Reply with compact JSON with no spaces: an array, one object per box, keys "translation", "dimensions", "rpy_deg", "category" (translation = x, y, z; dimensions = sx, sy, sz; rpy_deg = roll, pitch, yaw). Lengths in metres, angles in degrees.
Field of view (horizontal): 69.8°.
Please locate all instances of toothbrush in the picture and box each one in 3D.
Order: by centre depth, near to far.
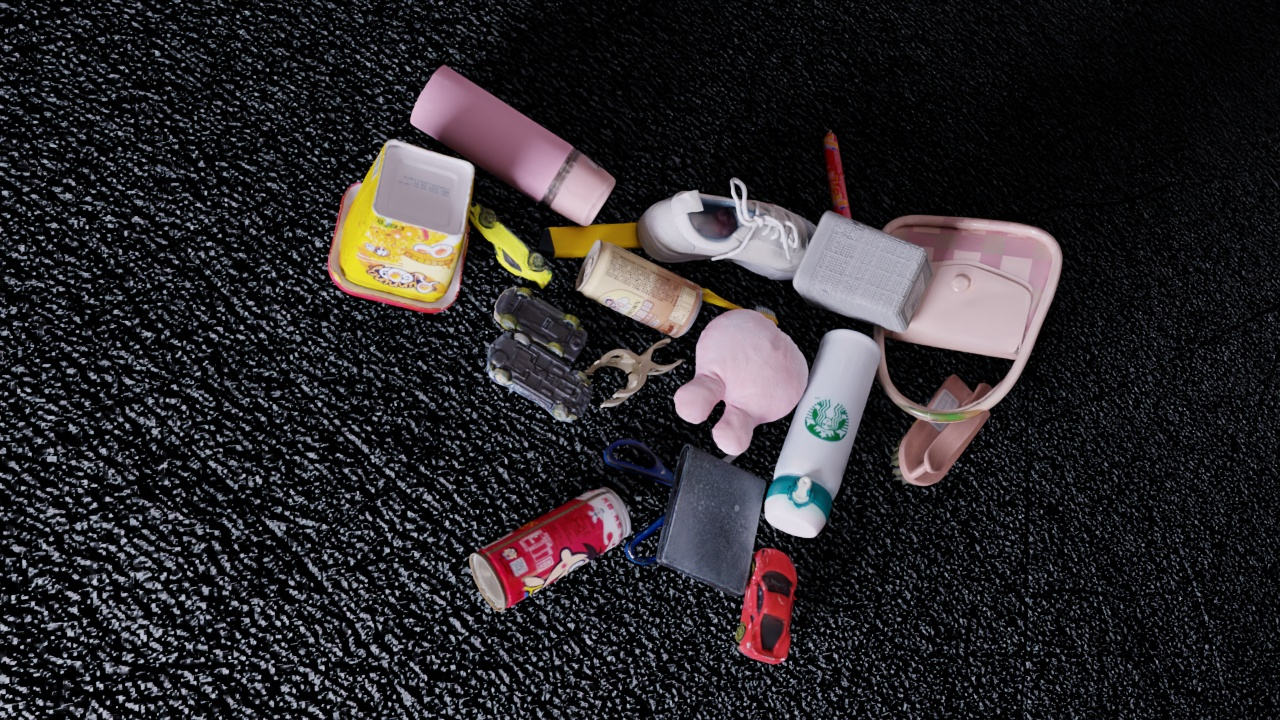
[{"translation":[0.063,-0.074,0.963],"dimensions":[0.191,0.016,0.018],"rpy_deg":[21,51,-17],"category":"toothbrush"}]

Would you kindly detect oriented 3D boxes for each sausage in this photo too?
[{"translation":[0.235,-0.210,1.099],"dimensions":[0.020,0.020,0.155],"rpy_deg":[5,68,-24],"category":"sausage"}]

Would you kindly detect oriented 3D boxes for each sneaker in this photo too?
[{"translation":[0.119,-0.143,0.967],"dimensions":[0.241,0.091,0.089],"rpy_deg":[1,70,-33],"category":"sneaker"}]

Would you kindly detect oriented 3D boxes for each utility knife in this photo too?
[{"translation":[-0.037,-0.122,0.934],"dimensions":[0.153,0.015,0.033],"rpy_deg":[-8,80,-29],"category":"utility knife"}]

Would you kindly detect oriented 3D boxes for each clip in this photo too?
[{"translation":[-0.013,-0.003,0.887],"dimensions":[0.084,0.035,0.104],"rpy_deg":[46,53,-3],"category":"clip"}]

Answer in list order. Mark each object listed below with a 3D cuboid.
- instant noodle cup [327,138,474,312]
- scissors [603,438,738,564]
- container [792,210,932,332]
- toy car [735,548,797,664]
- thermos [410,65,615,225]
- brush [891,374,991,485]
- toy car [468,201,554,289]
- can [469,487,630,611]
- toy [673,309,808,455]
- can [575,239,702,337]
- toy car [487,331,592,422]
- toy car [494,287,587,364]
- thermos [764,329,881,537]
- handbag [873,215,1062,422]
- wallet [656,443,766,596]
[{"translation":[-0.198,-0.118,0.790],"dimensions":[0.116,0.124,0.115],"rpy_deg":[14,64,-21],"category":"instant noodle cup"},{"translation":[0.035,0.127,0.870],"dimensions":[0.162,0.012,0.174],"rpy_deg":[40,56,-7],"category":"scissors"},{"translation":[0.238,-0.090,0.969],"dimensions":[0.114,0.090,0.090],"rpy_deg":[24,88,26],"category":"container"},{"translation":[0.121,0.228,0.859],"dimensions":[0.049,0.031,0.106],"rpy_deg":[23,59,-17],"category":"toy car"},{"translation":[-0.120,-0.208,0.902],"dimensions":[0.198,0.067,0.087],"rpy_deg":[30,20,-9],"category":"thermos"},{"translation":[0.326,0.079,0.994],"dimensions":[0.063,0.073,0.145],"rpy_deg":[48,59,-2],"category":"brush"},{"translation":[-0.126,-0.108,0.870],"dimensions":[0.105,0.048,0.032],"rpy_deg":[44,90,-5],"category":"toy car"},{"translation":[-0.074,0.157,0.779],"dimensions":[0.132,0.053,0.053],"rpy_deg":[-24,82,-31],"category":"can"},{"translation":[0.099,0.019,0.918],"dimensions":[0.121,0.054,0.159],"rpy_deg":[41,57,3],"category":"toy"},{"translation":[-0.001,-0.070,0.904],"dimensions":[0.116,0.059,0.058],"rpy_deg":[25,61,-15],"category":"can"},{"translation":[-0.094,0.016,0.840],"dimensions":[0.105,0.031,0.048],"rpy_deg":[33,58,-12],"category":"toy car"},{"translation":[-0.095,-0.032,0.857],"dimensions":[0.090,0.035,0.042],"rpy_deg":[32,58,-10],"category":"toy car"},{"translation":[0.184,0.072,0.926],"dimensions":[0.073,0.073,0.223],"rpy_deg":[33,59,-11],"category":"thermos"},{"translation":[0.339,-0.039,0.997],"dimensions":[0.193,0.093,0.233],"rpy_deg":[11,71,23],"category":"handbag"},{"translation":[0.069,0.150,0.862],"dimensions":[0.097,0.019,0.120],"rpy_deg":[27,61,-21],"category":"wallet"}]
